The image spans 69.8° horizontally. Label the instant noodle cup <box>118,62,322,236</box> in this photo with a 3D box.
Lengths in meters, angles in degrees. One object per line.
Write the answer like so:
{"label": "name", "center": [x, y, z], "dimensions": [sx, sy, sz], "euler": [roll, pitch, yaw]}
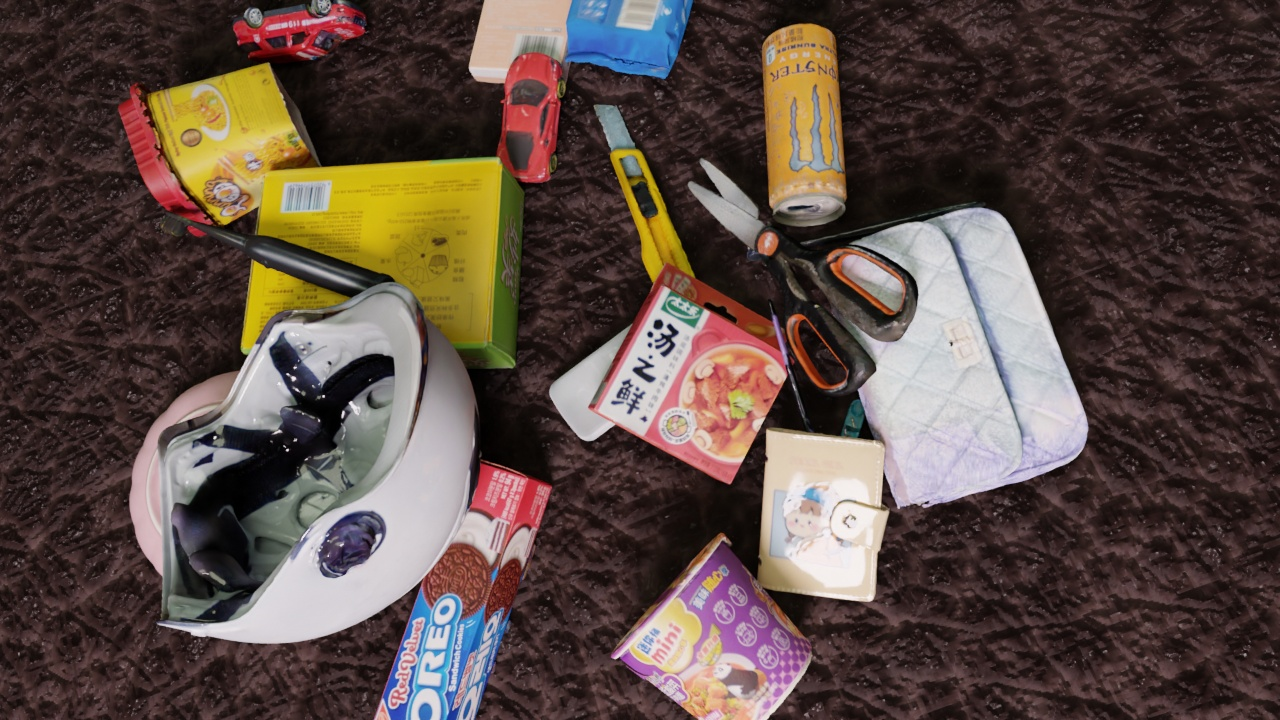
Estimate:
{"label": "instant noodle cup", "center": [-0.351, -0.184, 0.783], "dimensions": [0.123, 0.116, 0.116], "euler": [-24, 73, -7]}

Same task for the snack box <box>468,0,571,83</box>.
{"label": "snack box", "center": [-0.092, -0.316, 0.799], "dimensions": [0.084, 0.026, 0.157], "euler": [8, 78, 13]}

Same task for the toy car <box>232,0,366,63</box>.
{"label": "toy car", "center": [-0.304, -0.296, 0.826], "dimensions": [0.121, 0.052, 0.045], "euler": [-6, 97, 16]}

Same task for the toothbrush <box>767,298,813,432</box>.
{"label": "toothbrush", "center": [0.120, 0.046, 0.649], "dimensions": [0.017, 0.014, 0.189], "euler": [-16, 93, 17]}

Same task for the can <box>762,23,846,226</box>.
{"label": "can", "center": [0.125, -0.181, 0.706], "dimensions": [0.058, 0.058, 0.146], "euler": [-4, 76, 11]}

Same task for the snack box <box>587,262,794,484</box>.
{"label": "snack box", "center": [0.041, 0.007, 0.666], "dimensions": [0.113, 0.044, 0.127], "euler": [28, 84, -7]}

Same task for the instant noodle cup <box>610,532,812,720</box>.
{"label": "instant noodle cup", "center": [0.052, 0.189, 0.612], "dimensions": [0.099, 0.111, 0.111], "euler": [43, 88, 11]}

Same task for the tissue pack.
{"label": "tissue pack", "center": [-0.001, -0.311, 0.767], "dimensions": [0.095, 0.052, 0.157], "euler": [13, 80, 12]}

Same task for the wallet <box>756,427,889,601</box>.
{"label": "wallet", "center": [0.127, 0.107, 0.635], "dimensions": [0.087, 0.024, 0.115], "euler": [6, 97, 22]}

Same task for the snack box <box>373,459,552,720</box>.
{"label": "snack box", "center": [-0.129, 0.179, 0.673], "dimensions": [0.057, 0.058, 0.207], "euler": [15, 80, 17]}

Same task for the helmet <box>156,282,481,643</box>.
{"label": "helmet", "center": [-0.202, 0.082, 0.633], "dimensions": [0.259, 0.146, 0.229], "euler": [-43, 44, 2]}

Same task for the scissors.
{"label": "scissors", "center": [0.096, -0.064, 0.669], "dimensions": [0.234, 0.021, 0.162], "euler": [23, 105, 43]}

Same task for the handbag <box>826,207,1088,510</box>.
{"label": "handbag", "center": [0.213, -0.005, 0.637], "dimensions": [0.134, 0.075, 0.193], "euler": [-19, 73, 13]}

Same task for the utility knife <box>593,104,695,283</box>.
{"label": "utility knife", "center": [-0.001, -0.131, 0.735], "dimensions": [0.033, 0.015, 0.206], "euler": [-20, 66, -1]}

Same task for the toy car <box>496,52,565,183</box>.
{"label": "toy car", "center": [-0.092, -0.202, 0.760], "dimensions": [0.049, 0.031, 0.106], "euler": [9, 95, 13]}

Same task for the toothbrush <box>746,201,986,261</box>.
{"label": "toothbrush", "center": [0.170, -0.102, 0.701], "dimensions": [0.181, 0.016, 0.018], "euler": [-10, 66, 10]}

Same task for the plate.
{"label": "plate", "center": [-0.335, 0.098, 0.744], "dimensions": [0.192, 0.039, 0.192], "euler": [-3, 76, 11]}

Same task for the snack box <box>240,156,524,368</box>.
{"label": "snack box", "center": [-0.204, -0.073, 0.742], "dimensions": [0.210, 0.070, 0.157], "euler": [-1, 77, 11]}

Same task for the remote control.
{"label": "remote control", "center": [-0.004, 0.004, 0.708], "dimensions": [0.136, 0.020, 0.056], "euler": [-37, 74, -1]}

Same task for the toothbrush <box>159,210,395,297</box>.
{"label": "toothbrush", "center": [-0.286, -0.082, 0.710], "dimensions": [0.213, 0.026, 0.027], "euler": [18, 76, 15]}

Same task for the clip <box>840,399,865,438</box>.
{"label": "clip", "center": [0.151, 0.055, 0.664], "dimensions": [0.014, 0.040, 0.056], "euler": [17, 77, 12]}
